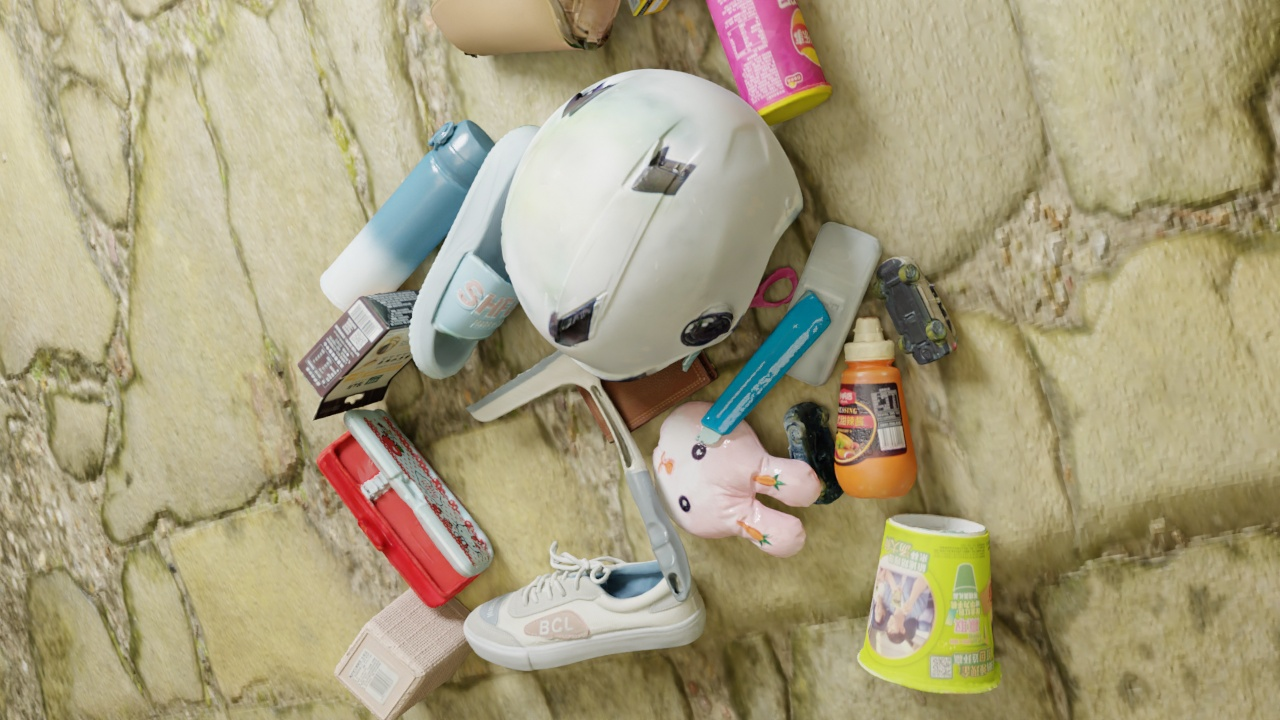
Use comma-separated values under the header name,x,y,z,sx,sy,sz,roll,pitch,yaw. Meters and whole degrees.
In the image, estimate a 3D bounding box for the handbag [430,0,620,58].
name,x,y,z,sx,sy,sz,roll,pitch,yaw
handbag,-0.102,-0.331,0.761,0.205,0.099,0.148,14,111,42

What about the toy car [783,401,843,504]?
name,x,y,z,sx,sy,sz,roll,pitch,yaw
toy car,0.149,0.080,0.793,0.034,0.042,0.090,-11,101,54

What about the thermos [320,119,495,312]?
name,x,y,z,sx,sy,sz,roll,pitch,yaw
thermos,-0.217,-0.134,0.873,0.221,0.070,0.070,-44,83,20

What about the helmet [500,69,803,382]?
name,x,y,z,sx,sy,sz,roll,pitch,yaw
helmet,-0.018,-0.114,0.722,0.259,0.145,0.229,-48,56,15

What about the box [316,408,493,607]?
name,x,y,z,sx,sy,sz,roll,pitch,yaw
box,-0.235,0.142,0.899,0.095,0.102,0.201,-39,83,-9

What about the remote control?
name,x,y,z,sx,sy,sz,roll,pitch,yaw
remote control,0.156,-0.047,0.777,0.056,0.020,0.136,27,107,27

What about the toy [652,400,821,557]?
name,x,y,z,sx,sy,sz,roll,pitch,yaw
toy,0.078,0.104,0.801,0.160,0.054,0.121,21,107,30

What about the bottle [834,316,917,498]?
name,x,y,z,sx,sy,sz,roll,pitch,yaw
bottle,0.193,0.038,0.763,0.067,0.066,0.149,-3,90,19

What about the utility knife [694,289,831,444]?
name,x,y,z,sx,sy,sz,roll,pitch,yaw
utility knife,0.101,0.011,0.769,0.034,0.018,0.159,43,98,22

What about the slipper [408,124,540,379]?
name,x,y,z,sx,sy,sz,roll,pitch,yaw
slipper,-0.129,-0.092,0.833,0.074,0.104,0.245,27,100,12

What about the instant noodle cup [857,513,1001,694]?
name,x,y,z,sx,sy,sz,roll,pitch,yaw
instant noodle cup,0.239,0.192,0.749,0.112,0.111,0.123,4,92,18

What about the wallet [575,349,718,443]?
name,x,y,z,sx,sy,sz,roll,pitch,yaw
wallet,-0.005,0.005,0.841,0.125,0.032,0.101,-34,84,20

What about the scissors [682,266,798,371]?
name,x,y,z,sx,sy,sz,roll,pitch,yaw
scissors,0.081,-0.039,0.797,0.083,0.017,0.138,32,98,-7

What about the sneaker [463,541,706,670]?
name,x,y,z,sx,sy,sz,roll,pitch,yaw
sneaker,-0.064,0.224,0.860,0.242,0.089,0.091,-11,110,17

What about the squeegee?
name,x,y,z,sx,sy,sz,roll,pitch,yaw
squeegee,-0.008,0.093,0.807,0.247,0.039,0.246,-32,75,22

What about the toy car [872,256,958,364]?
name,x,y,z,sx,sy,sz,roll,pitch,yaw
toy car,0.224,-0.043,0.747,0.090,0.035,0.042,64,149,5

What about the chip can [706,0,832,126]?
name,x,y,z,sx,sy,sz,roll,pitch,yaw
chip can,0.086,-0.300,0.739,0.071,0.071,0.210,-19,91,21

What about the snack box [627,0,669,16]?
name,x,y,z,sx,sy,sz,roll,pitch,yaw
snack box,-0.003,-0.368,0.752,0.033,0.087,0.140,-23,92,-19

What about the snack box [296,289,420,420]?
name,x,y,z,sx,sy,sz,roll,pitch,yaw
snack box,-0.257,-0.009,0.880,0.126,0.113,0.053,-40,83,20

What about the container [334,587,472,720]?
name,x,y,z,sx,sy,sz,roll,pitch,yaw
container,-0.234,0.291,0.921,0.090,0.110,0.090,40,108,10
